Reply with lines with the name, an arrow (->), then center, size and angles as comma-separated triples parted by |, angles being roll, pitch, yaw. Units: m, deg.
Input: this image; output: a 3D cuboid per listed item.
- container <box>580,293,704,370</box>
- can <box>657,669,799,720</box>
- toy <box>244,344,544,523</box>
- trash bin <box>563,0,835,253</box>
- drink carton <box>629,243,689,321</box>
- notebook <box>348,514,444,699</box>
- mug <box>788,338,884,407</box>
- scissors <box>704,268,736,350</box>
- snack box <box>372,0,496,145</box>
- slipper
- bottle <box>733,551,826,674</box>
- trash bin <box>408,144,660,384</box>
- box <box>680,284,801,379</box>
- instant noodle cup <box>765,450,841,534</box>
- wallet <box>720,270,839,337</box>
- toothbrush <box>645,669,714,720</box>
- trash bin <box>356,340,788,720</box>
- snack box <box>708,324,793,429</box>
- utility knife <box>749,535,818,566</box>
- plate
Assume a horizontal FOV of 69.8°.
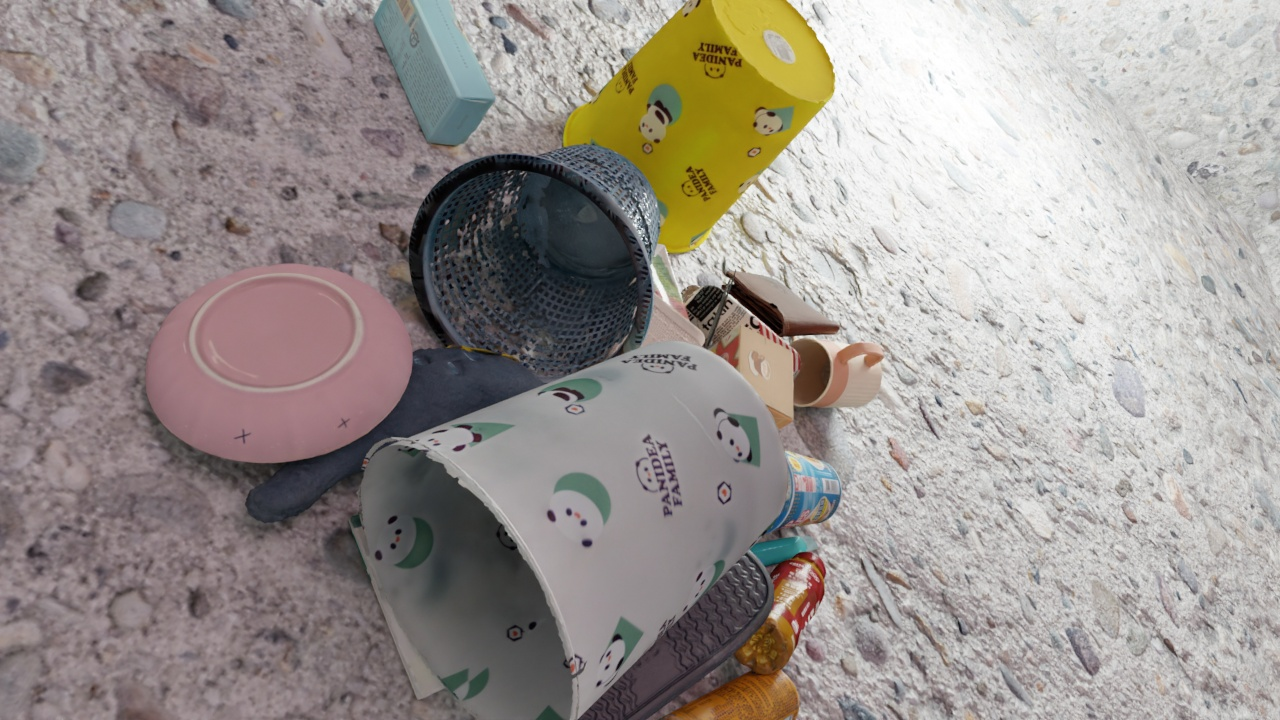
container -> -0.005, 0.005, 0.928 | 0.090, 0.090, 0.110 | 39, 47, -13
can -> 0.074, 0.317, 0.803 | 0.145, 0.058, 0.058 | -9, 68, -43
toy -> -0.148, 0.056, 0.768 | 0.355, 0.092, 0.137 | 0, 64, -37
trash bin -> 0.073, -0.290, 1.070 | 0.229, 0.256, 0.229 | 22, 50, -28
drink carton -> 0.016, -0.068, 1.019 | 0.045, 0.054, 0.122 | 3, 61, -41
notebook -> -0.123, 0.172, 0.769 | 0.208, 0.012, 0.150 | -11, 68, -45
mug -> 0.242, 0.010, 1.112 | 0.105, 0.115, 0.081 | 5, 60, -41
scissors -> 0.071, -0.013, 0.970 | 0.014, 0.165, 0.162 | 23, 25, -2
snack box -> -0.221, -0.322, 0.977 | 0.051, 0.074, 0.174 | -12, 71, -43
slipper -> -0.005, 0.242, 0.784 | 0.267, 0.083, 0.110 | -31, 78, -29
bottle -> 0.141, 0.238, 0.895 | 0.057, 0.058, 0.174 | 55, 27, 4
trash bin -> -0.073, -0.109, 0.875 | 0.226, 0.227, 0.194 | 44, 31, -8
box -> 0.108, -0.028, 1.073 | 0.163, 0.076, 0.086 | 35, 11, -20
instant noodle cup -> 0.156, 0.137, 0.974 | 0.109, 0.099, 0.099 | 11, 56, -43
wallet -> 0.172, -0.068, 1.131 | 0.101, 0.032, 0.124 | 0, 33, -41
toothbrush -> 0.010, 0.305, 0.790 | 0.179, 0.016, 0.016 | -23, 84, -47
trash bin -> -0.036, 0.112, 0.678 | 0.251, 0.230, 0.229 | -28, 82, -39
snack box -> 0.107, 0.033, 0.997 | 0.077, 0.095, 0.092 | 27, 48, -23
utility knife -> 0.135, 0.204, 0.965 | 0.174, 0.013, 0.029 | 0, 65, -44
plate -> -0.271, -0.011, 0.691 | 0.192, 0.039, 0.192 | 6, 48, -7
